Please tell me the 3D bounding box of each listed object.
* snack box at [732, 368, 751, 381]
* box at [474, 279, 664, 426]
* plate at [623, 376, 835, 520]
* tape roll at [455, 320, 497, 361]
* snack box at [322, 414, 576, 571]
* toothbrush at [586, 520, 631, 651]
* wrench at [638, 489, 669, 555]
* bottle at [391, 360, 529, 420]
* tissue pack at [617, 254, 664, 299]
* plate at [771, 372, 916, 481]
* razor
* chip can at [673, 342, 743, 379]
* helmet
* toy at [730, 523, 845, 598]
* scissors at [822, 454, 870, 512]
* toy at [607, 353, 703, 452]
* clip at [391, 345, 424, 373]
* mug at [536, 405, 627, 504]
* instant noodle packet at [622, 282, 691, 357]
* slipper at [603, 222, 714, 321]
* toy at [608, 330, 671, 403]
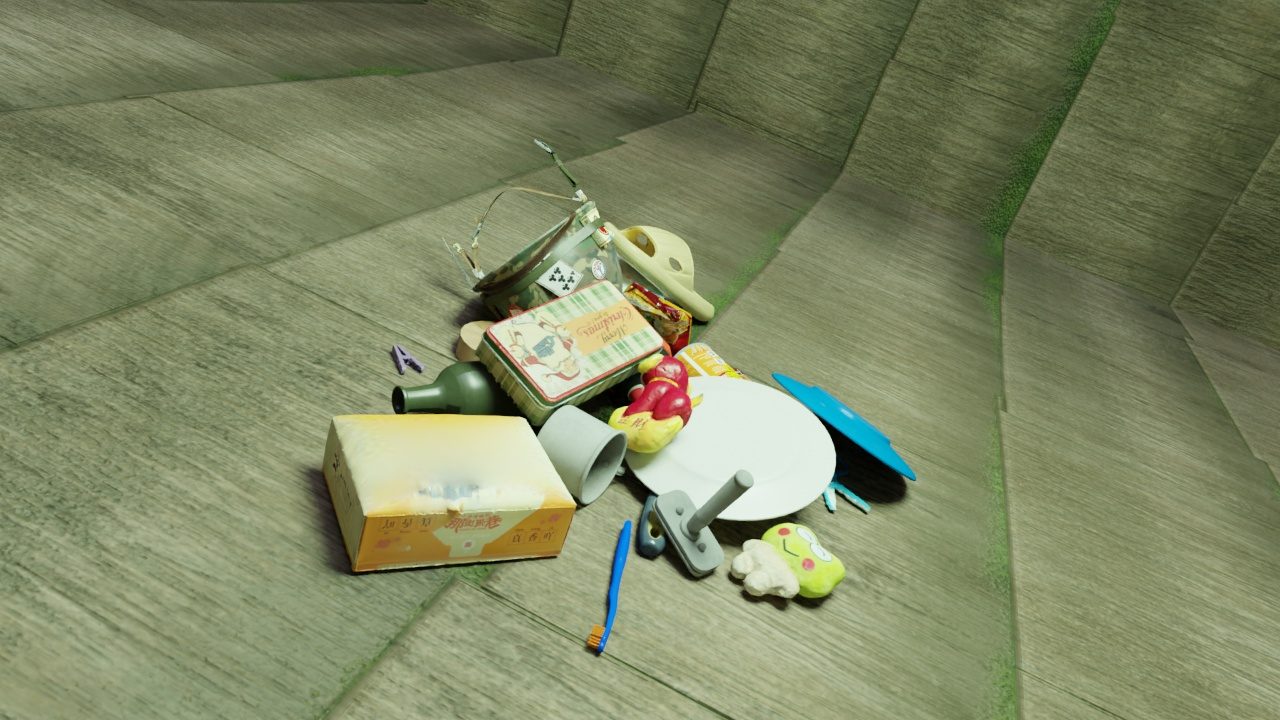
[{"bbox_3d":[0.146,0.062,1.214,0.050,0.032,0.141,-2,33,-37],"label":"snack box"},{"bbox_3d":[-0.075,-0.015,1.019,0.204,0.050,0.117,-25,71,-46],"label":"box"},{"bbox_3d":[0.099,0.086,1.028,0.242,0.016,0.242,3,36,-3],"label":"plate"},{"bbox_3d":[-0.180,-0.014,1.136,0.094,0.027,0.093,16,26,-8],"label":"tape roll"},{"bbox_3d":[-0.175,0.110,0.841,0.195,0.081,0.145,3,30,-32],"label":"snack box"},{"bbox_3d":[-0.026,0.201,0.845,0.018,0.016,0.182,14,26,0],"label":"toothbrush"},{"bbox_3d":[0.031,0.129,1.015,0.073,0.022,0.272,22,26,1],"label":"wrench"},{"bbox_3d":[-0.169,0.035,1.001,0.206,0.072,0.071,-4,35,-40],"label":"bottle"},{"bbox_3d":[-0.054,-0.108,1.362,0.111,0.070,0.182,-5,38,-41],"label":"tissue pack"},{"bbox_3d":[0.266,0.076,1.179,0.224,0.024,0.224,35,7,-5],"label":"plate"},{"bbox_3d":[0.070,0.142,0.883,0.047,0.116,0.088,-11,61,-43],"label":"razor"},{"bbox_3d":[0.121,0.065,1.141,0.075,0.075,0.215,-2,33,-37],"label":"chip can"},{"bbox_3d":[-0.129,-0.135,1.195,0.236,0.193,0.224,61,19,12],"label":"helmet"},{"bbox_3d":[0.146,0.206,0.925,0.115,0.046,0.092,-9,40,-31],"label":"toy"},{"bbox_3d":[0.234,0.145,1.142,0.134,0.012,0.134,33,28,30],"label":"scissors"},{"bbox_3d":[0.021,0.046,1.006,0.106,0.067,0.137,-6,37,26],"label":"toy"},{"bbox_3d":[-0.270,0.001,1.066,0.046,0.014,0.050,11,30,-19],"label":"clip"},{"bbox_3d":[-0.059,0.099,0.959,0.070,0.084,0.113,27,-2,20],"label":"mug"},{"bbox_3d":[0.018,-0.038,1.213,0.098,0.136,0.039,27,54,18],"label":"instant noodle packet"},{"bbox_3d":[0.046,-0.142,1.373,0.261,0.079,0.111,36,10,-48],"label":"slipper"},{"bbox_3d":[-0.007,0.007,1.142,0.099,0.098,0.119,27,21,-24],"label":"toy"}]
